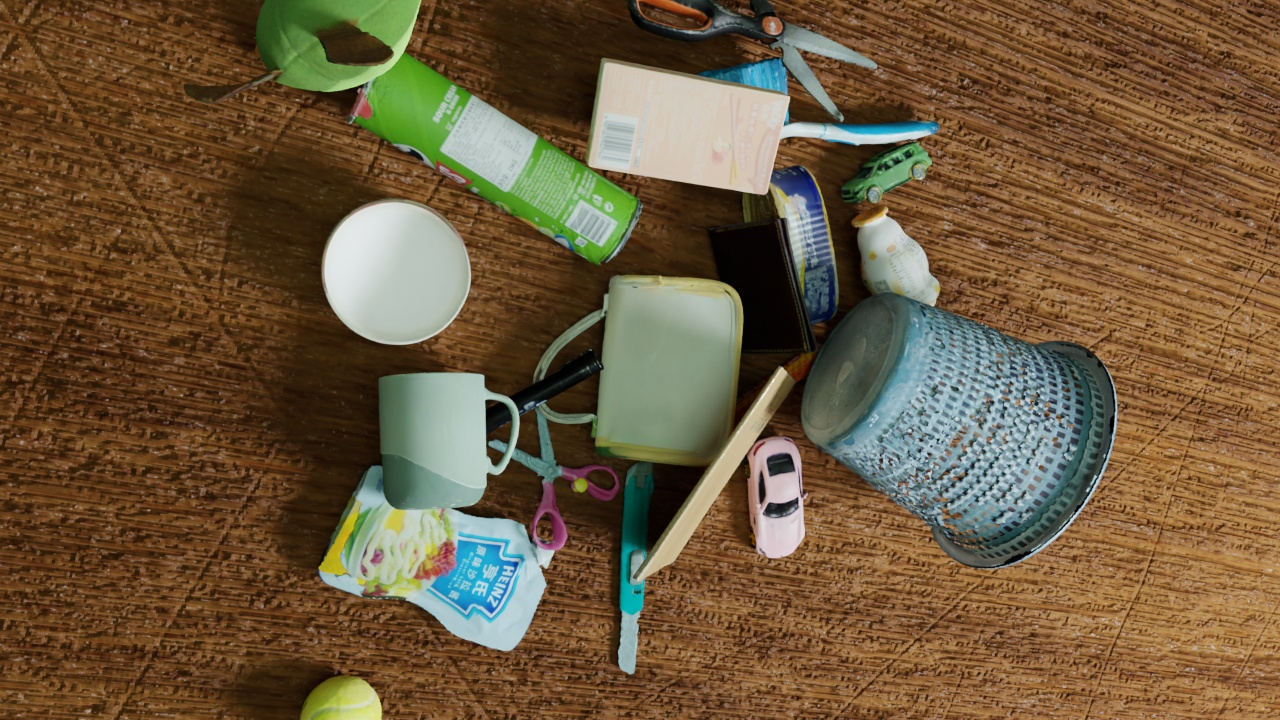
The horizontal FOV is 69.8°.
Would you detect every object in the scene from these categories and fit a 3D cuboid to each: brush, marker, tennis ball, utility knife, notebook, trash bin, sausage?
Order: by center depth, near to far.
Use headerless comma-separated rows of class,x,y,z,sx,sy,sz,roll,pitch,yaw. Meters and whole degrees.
tennis ball,-0.251,0.298,0.768,0.065,0.065,0.065,-2,98,-18
marker,-0.093,0.030,0.787,0.132,0.020,0.022,-29,72,6
notebook,0.070,0.097,0.799,0.008,0.147,0.208,35,93,14
trash bin,0.263,0.044,0.822,0.195,0.227,0.226,27,88,-14
brush,0.133,-0.222,0.830,0.314,0.060,0.109,-19,108,-15
utility knife,-0.005,0.194,0.860,0.029,0.013,0.209,1,97,-18
sausage,0.116,0.032,0.873,0.165,0.021,0.021,-35,106,-11

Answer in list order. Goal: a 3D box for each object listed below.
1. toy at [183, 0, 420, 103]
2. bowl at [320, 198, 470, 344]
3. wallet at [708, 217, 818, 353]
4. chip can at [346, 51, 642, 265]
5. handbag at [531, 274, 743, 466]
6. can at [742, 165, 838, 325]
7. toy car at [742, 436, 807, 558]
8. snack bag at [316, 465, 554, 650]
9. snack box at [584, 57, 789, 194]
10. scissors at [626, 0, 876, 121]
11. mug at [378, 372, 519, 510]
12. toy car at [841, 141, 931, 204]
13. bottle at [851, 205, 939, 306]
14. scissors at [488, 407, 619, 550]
toy,-0.206,-0.258,0.650,0.090,0.227,0.246,56,36,-41
bowl,-0.197,-0.072,0.738,0.113,0.062,0.113,-3,99,-17
wallet,0.108,-0.065,0.820,0.020,0.096,0.122,-25,105,-34
chip can,-0.115,-0.162,0.747,0.236,0.072,0.072,29,88,-19
handbag,-0.005,0.005,0.817,0.178,0.063,0.163,5,93,-3
can,0.136,-0.101,0.835,0.049,0.075,0.148,-17,102,-18
toy car,0.131,0.133,0.884,0.056,0.037,0.122,-9,101,-15
snack bag,-0.169,0.174,0.793,0.191,0.039,0.110,28,76,-19
snack box,0.038,-0.192,0.757,0.157,0.026,0.085,7,113,-13
scissors,0.096,-0.302,0.785,0.220,0.022,0.221,-2,76,-13
mug,-0.154,0.065,0.748,0.111,0.082,0.106,-2,85,-15
toy car,0.232,-0.176,0.872,0.091,0.043,0.036,-32,108,-13
bottle,0.239,-0.093,0.874,0.063,0.063,0.108,-33,106,-11
scissors,-0.081,0.108,0.817,0.133,0.017,0.128,29,74,-23
